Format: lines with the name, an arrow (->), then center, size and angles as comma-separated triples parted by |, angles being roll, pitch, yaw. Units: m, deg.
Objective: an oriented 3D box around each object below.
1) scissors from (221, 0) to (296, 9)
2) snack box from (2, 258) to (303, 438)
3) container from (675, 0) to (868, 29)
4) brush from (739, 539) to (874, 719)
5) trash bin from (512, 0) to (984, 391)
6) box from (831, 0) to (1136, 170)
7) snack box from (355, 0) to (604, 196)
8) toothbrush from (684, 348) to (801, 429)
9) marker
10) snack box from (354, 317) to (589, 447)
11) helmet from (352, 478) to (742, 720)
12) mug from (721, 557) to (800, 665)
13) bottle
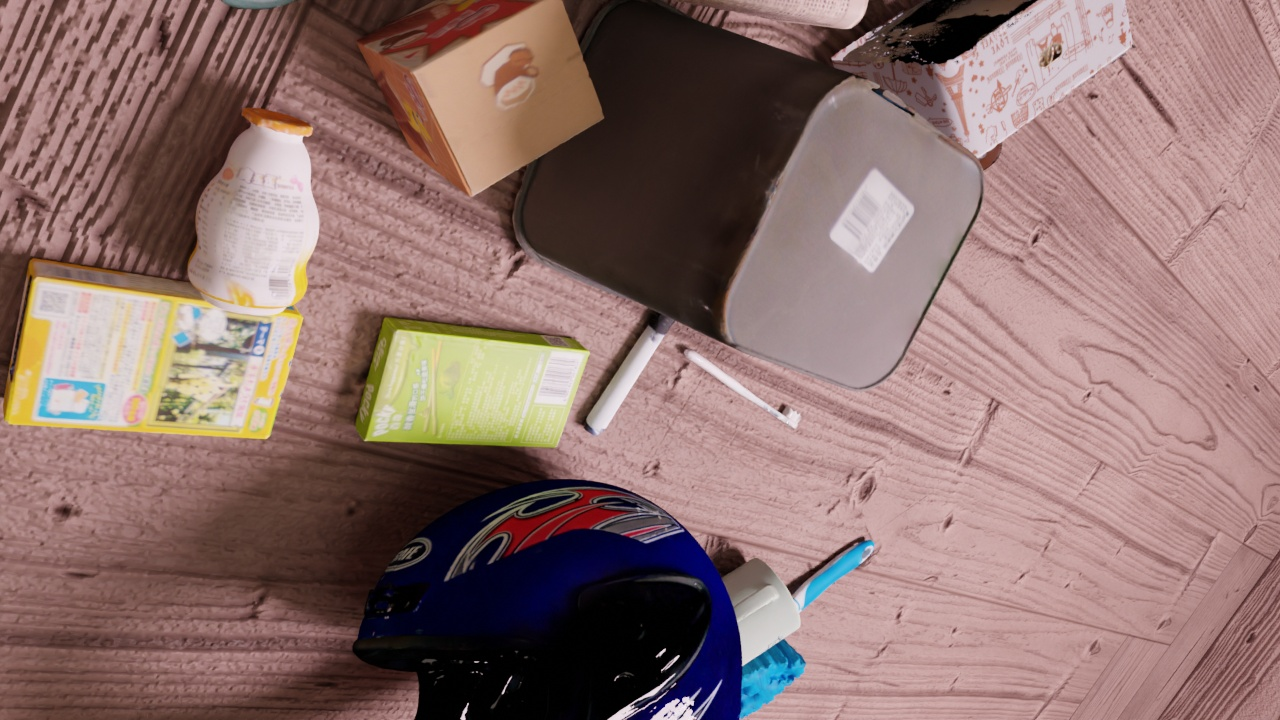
scissors -> -0.171, -0.252, 0.465 | 0.178, 0.019, 0.161 | -30, 129, -21
snack box -> -0.276, -0.002, 0.527 | 0.140, 0.034, 0.087 | 9, 110, -37
container -> 0.064, -0.242, 0.521 | 0.110, 0.090, 0.090 | -8, 116, -31
brush -> 0.146, 0.290, 0.973 | 0.314, 0.109, 0.060 | -24, 119, -13
trash bin -> 0.067, -0.102, 0.579 | 0.198, 0.220, 0.199 | 18, 101, -37
box -> 0.265, -0.193, 0.717 | 0.180, 0.158, 0.218 | -34, 130, -15
snack box -> -0.091, -0.160, 0.524 | 0.092, 0.094, 0.077 | -34, 130, -15
toothbrush -> 0.095, 0.025, 0.821 | 0.180, 0.016, 0.016 | 31, 88, -43
marker -> -0.004, 0.004, 0.736 | 0.022, 0.018, 0.131 | 26, 99, -50
snack box -> -0.117, 0.019, 0.657 | 0.156, 0.026, 0.086 | 5, 112, -38
helmet -> -0.081, 0.211, 0.648 | 0.314, 0.248, 0.240 | -12, 79, -38
mug -> 0.093, 0.251, 0.895 | 0.106, 0.082, 0.112 | -27, 161, -16
bottle -> -0.209, -0.082, 0.506 | 0.063, 0.063, 0.108 | 5, 112, -38
